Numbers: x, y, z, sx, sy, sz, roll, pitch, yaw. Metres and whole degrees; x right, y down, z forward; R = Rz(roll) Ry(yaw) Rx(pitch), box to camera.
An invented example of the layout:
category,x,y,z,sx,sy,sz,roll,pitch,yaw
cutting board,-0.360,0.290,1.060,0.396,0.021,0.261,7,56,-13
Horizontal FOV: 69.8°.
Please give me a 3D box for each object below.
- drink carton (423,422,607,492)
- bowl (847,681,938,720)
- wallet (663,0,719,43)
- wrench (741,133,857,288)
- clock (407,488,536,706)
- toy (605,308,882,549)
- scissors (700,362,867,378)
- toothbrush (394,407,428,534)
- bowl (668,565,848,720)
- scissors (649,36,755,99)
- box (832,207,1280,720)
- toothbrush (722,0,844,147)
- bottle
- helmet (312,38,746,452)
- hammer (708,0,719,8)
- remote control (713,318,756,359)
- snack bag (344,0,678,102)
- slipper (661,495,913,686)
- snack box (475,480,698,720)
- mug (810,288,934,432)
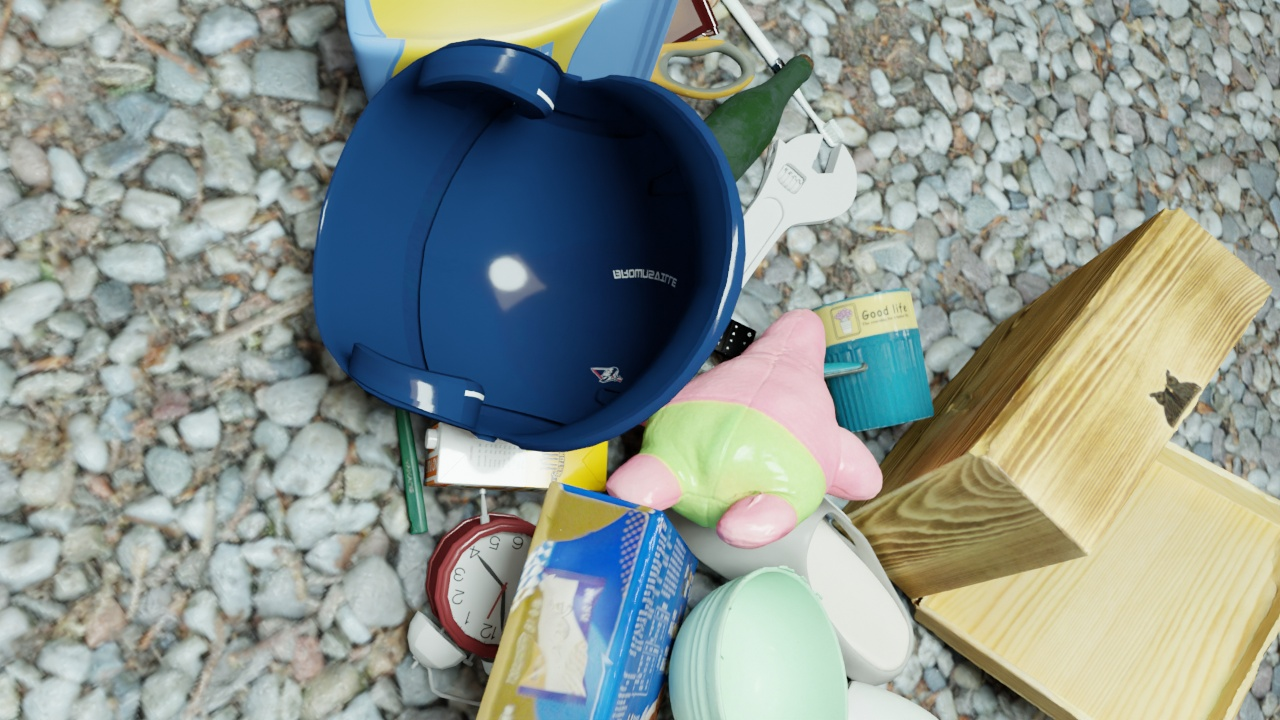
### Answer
category,x,y,z,sx,sy,sz,roll,pitch,yaw
drink carton,-0.091,0.069,0.639,0.122,0.059,0.040,6,78,-21
bowl,0.159,0.290,0.675,0.066,0.116,0.116,36,66,18
wallet,-0.003,-0.285,0.737,0.115,0.018,0.091,-27,103,-8
wrench,0.096,-0.088,0.768,0.086,0.018,0.272,39,70,-11
clock,-0.099,0.162,0.620,0.096,0.048,0.137,21,80,-17
toy,0.077,0.041,0.633,0.192,0.097,0.236,20,44,16
scissors,0.113,0.029,0.718,0.154,0.019,0.124,41,101,-4
toothbrush,-0.171,0.026,0.637,0.017,0.016,0.189,-8,83,-26
bowl,0.071,0.219,0.620,0.150,0.077,0.150,24,57,-43
scissors,-0.018,-0.265,0.720,0.225,0.016,0.216,-4,98,-12
box,0.373,0.127,0.721,0.323,0.285,0.278,44,67,4
toothbrush,0.120,-0.266,0.810,0.187,0.017,0.012,51,52,-6
bottle,0.090,-0.199,0.764,0.055,0.055,0.173,45,68,-9
helmet,-0.043,-0.058,0.573,0.222,0.273,0.232,15,88,-45
hammer,-0.060,-0.377,0.746,0.300,0.037,0.157,30,71,-14
remote control,0.024,-0.040,0.719,0.140,0.009,0.030,26,73,-7
snack bag,-0.084,-0.219,0.622,0.205,0.159,0.102,-3,81,-9
slipper,0.128,0.142,0.692,0.266,0.081,0.112,46,52,-9
snack box,-0.024,0.175,0.566,0.069,0.203,0.154,12,73,13
mug,0.175,0.005,0.755,0.113,0.083,0.107,-12,87,5
